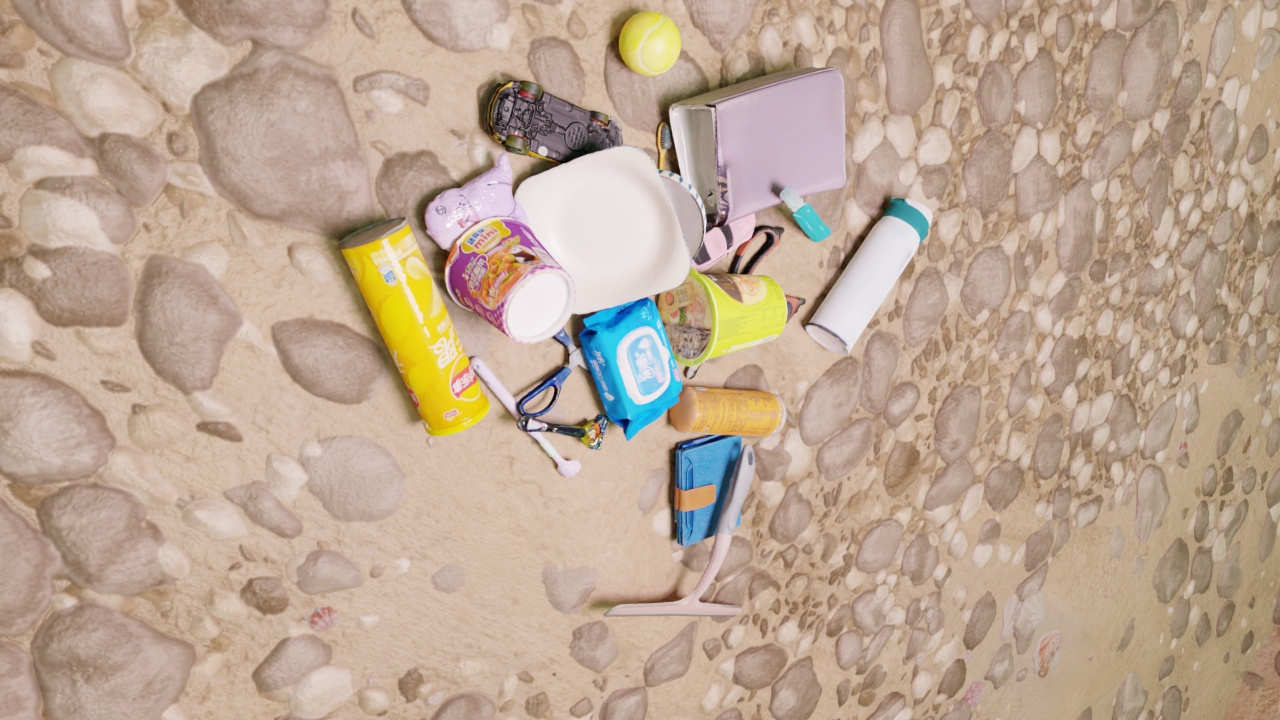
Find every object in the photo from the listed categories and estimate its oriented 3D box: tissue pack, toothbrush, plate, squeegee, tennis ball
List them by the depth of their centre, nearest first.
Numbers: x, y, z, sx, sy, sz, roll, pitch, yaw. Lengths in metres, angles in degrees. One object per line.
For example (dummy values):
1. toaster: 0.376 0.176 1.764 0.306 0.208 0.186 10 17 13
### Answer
1. tennis ball: 0.010 -0.335 0.970 0.065 0.065 0.065 -9 107 -30
2. plate: -0.038 -0.139 0.972 0.164 0.034 0.164 -14 113 18
3. toothbrush: -0.128 0.064 1.020 0.029 0.021 0.189 -29 120 14
4. tissue pack: -0.006 0.006 1.045 0.094 0.052 0.157 -32 115 -30
5. toothbrush: 0.026 -0.174 1.051 0.016 0.018 0.191 -6 105 -29
6. squeegee: 0.097 0.223 1.152 0.247 0.040 0.250 14 101 -42

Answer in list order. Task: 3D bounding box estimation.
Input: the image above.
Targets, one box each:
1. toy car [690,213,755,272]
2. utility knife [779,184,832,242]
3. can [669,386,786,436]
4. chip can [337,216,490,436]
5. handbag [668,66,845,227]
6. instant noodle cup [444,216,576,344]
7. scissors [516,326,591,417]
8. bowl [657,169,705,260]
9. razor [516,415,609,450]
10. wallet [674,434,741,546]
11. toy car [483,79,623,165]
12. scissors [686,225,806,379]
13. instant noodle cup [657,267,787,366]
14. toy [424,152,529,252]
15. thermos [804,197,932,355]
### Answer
1. toy car: 0.090 -0.148 1.088 0.122 0.037 0.056 -37 120 -20
2. utility knife: 0.199 -0.174 1.097 0.029 0.013 0.222 -34 162 15
3. can: 0.109 0.064 1.143 0.145 0.058 0.058 5 100 -33
4. chip can: -0.219 -0.031 0.906 0.072 0.072 0.213 -29 116 -22
5. handbag: 0.139 -0.246 1.052 0.196 0.098 0.145 -23 112 -28
6. instant noodle cup: -0.124 -0.074 0.920 0.111 0.099 0.112 -25 136 -26
7. scissors: -0.081 -0.008 1.027 0.172 0.012 0.162 -40 116 -25
8. bowl: 0.017 -0.157 1.010 0.116 0.066 0.117 5 118 9
9. razor: -0.083 0.077 1.028 0.142 0.022 0.042 14 93 -50
10. wallet: 0.087 0.162 1.169 0.106 0.040 0.133 -12 109 -34
11. toy car: -0.087 -0.237 0.950 0.155 0.041 0.071 11 97 -36
12. scissors: 0.121 -0.073 1.139 0.226 0.015 0.189 -4 105 -30
13. instant noodle cup: 0.101 -0.056 1.069 0.123 0.112 0.112 -9 107 -33
14. toy: -0.167 -0.150 0.926 0.107 0.039 0.084 -34 125 -22
15. thermos: 0.308 -0.115 1.213 0.073 0.073 0.224 41 80 -33
